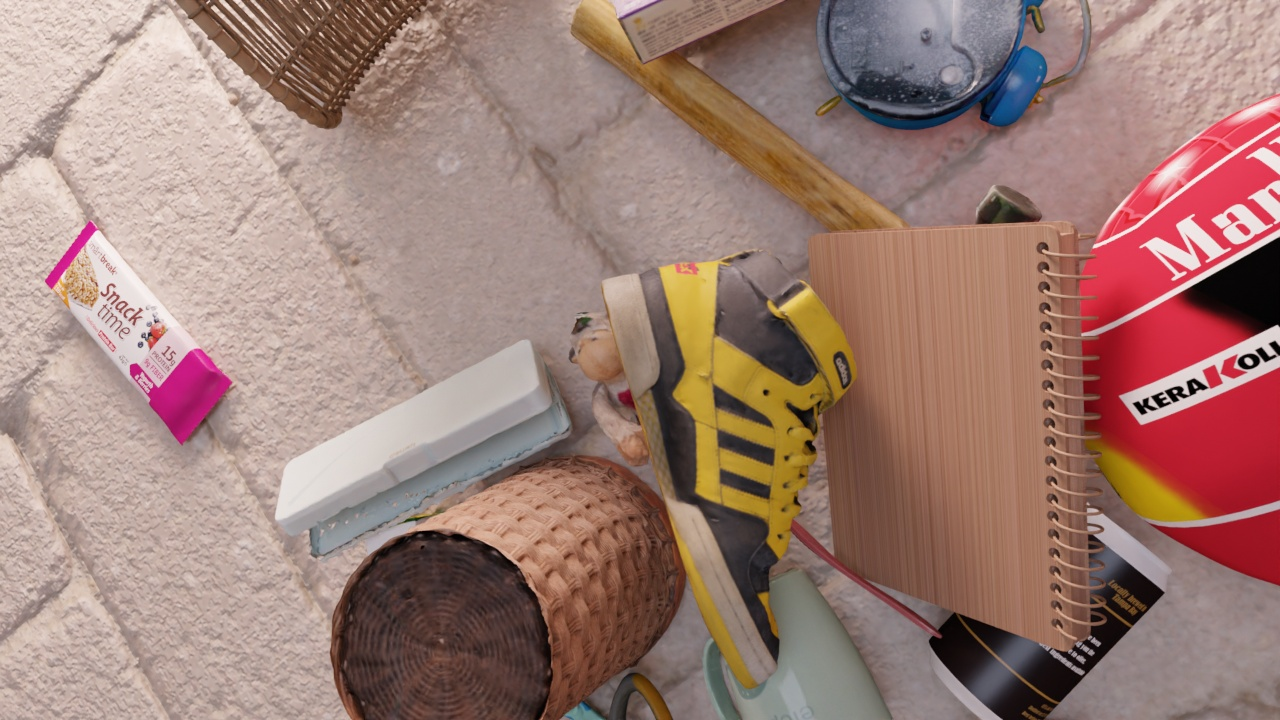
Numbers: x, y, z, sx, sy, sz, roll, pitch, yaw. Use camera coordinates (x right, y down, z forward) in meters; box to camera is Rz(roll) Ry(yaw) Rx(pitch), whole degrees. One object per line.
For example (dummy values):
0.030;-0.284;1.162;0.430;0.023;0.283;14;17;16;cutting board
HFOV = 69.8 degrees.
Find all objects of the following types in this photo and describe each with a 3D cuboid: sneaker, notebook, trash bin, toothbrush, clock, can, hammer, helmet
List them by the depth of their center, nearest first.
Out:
0.339;-0.022;0.429;0.271;0.197;0.224;-35;83;19;helmet
0.164;0.034;0.494;0.169;0.022;0.210;9;109;55;notebook
0.067;0.051;0.513;0.122;0.086;0.238;-18;87;3;sneaker
0.230;0.145;0.523;0.072;0.072;0.129;41;99;13;can
-0.069;0.136;0.538;0.151;0.210;0.151;-1;87;15;trash bin
0.186;-0.196;0.553;0.161;0.060;0.116;4;88;15;clock
0.104;0.113;0.566;0.184;0.015;0.016;34;103;30;toothbrush
0.075;-0.134;0.582;0.330;0.033;0.132;43;129;20;hammer
-0.044;0.237;0.628;0.135;0.017;0.022;28;103;15;toothbrush

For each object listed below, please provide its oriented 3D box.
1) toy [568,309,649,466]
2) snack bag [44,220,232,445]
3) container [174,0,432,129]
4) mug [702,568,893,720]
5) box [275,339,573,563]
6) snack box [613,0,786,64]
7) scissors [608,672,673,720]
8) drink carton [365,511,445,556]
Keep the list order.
-0.003;0.003;0.593;0.085;0.074;0.106;-44;84;11;toy
-0.409;-0.025;0.742;0.196;0.016;0.070;45;99;13;snack bag
-0.202;-0.302;0.591;0.196;0.227;0.227;-36;79;5;container
0.083;0.194;0.566;0.112;0.084;0.104;-42;66;40;mug
-0.148;0.055;0.616;0.199;0.070;0.085;-28;64;3;box
0.047;-0.272;0.574;0.143;0.040;0.147;-20;55;14;snack box
0.003;0.308;0.580;0.226;0.016;0.226;7;90;34;scissors
-0.150;0.171;0.639;0.041;0.058;0.122;-12;85;15;drink carton
